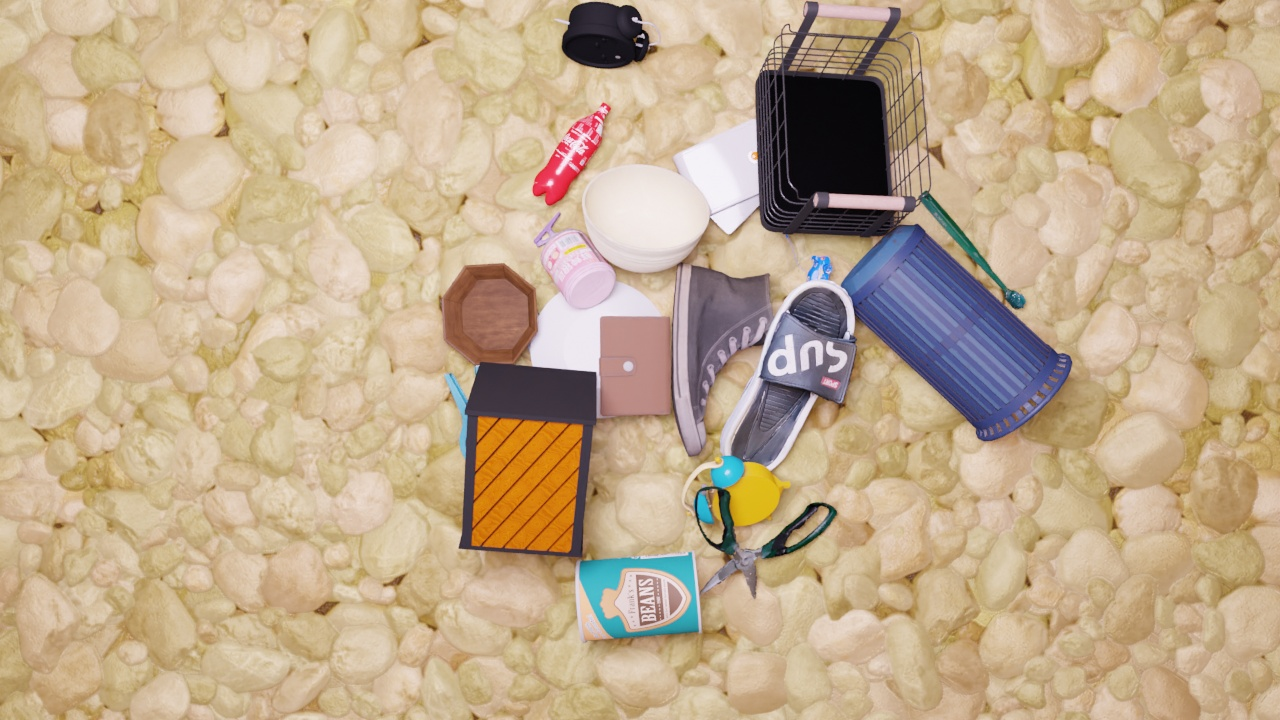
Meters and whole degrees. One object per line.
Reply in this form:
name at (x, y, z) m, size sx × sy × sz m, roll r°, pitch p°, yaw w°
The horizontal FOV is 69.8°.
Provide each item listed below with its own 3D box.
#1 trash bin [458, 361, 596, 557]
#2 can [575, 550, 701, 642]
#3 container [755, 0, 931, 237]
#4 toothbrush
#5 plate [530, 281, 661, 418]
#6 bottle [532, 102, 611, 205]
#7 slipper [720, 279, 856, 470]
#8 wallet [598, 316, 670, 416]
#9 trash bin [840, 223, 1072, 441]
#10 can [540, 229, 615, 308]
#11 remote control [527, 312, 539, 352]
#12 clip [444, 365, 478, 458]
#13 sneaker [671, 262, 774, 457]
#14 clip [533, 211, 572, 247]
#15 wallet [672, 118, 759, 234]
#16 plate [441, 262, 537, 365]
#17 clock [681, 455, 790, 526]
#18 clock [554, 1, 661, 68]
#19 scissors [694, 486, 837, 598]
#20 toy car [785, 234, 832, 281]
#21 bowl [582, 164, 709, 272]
trash bin at (-0.129, 0.112, 1.067) m, size 0.139 × 0.139 × 0.172 m, roll 5°, pitch 111°, yaw -5°
can at (-0.002, 0.288, 1.123) m, size 0.144 × 0.099 × 0.099 m, roll -5°, pitch 92°, yaw 1°
container at (0.227, -0.263, 1.045) m, size 0.162 × 0.130 × 0.241 m, roll 1°, pitch 77°, yaw -7°
toothbrush at (0.412, -0.137, 1.138) m, size 0.016 × 0.017 × 0.190 m, roll -42°, pitch 92°, yaw 2°
plate at (-0.049, -0.014, 1.132) m, size 0.174 × 0.036 × 0.174 m, roll 0°, pitch 92°, yaw -5°
bottle at (-0.082, -0.255, 1.128) m, size 0.042 × 0.042 × 0.141 m, roll 36°, pitch 93°, yaw -1°
slipper at (0.181, 0.032, 1.082) m, size 0.111 × 0.063 × 0.264 m, roll 17°, pitch 117°, yaw -19°
wallet at (-0.007, 0.006, 1.110) m, size 0.087 × 0.013 × 0.121 m, roll 0°, pitch 92°, yaw -5°
trash bin at (0.362, -0.039, 1.085) m, size 0.249 × 0.139 × 0.139 m, roll 43°, pitch 92°, yaw 0°
can at (-0.075, -0.110, 1.107) m, size 0.067 × 0.067 × 0.076 m, roll -37°, pitch 57°, yaw 2°
remote control at (-0.118, -0.004, 1.154) m, size 0.033 × 0.013 × 0.136 m, roll -26°, pitch 92°, yaw 2°
clip at (-0.222, 0.077, 1.155) m, size 0.120 × 0.030 × 0.130 m, roll -35°, pitch 92°, yaw 7°
sneaker at (0.097, 0.001, 1.116) m, size 0.120 × 0.095 × 0.234 m, roll 3°, pitch 86°, yaw 1°
clip at (-0.111, -0.159, 1.148) m, size 0.050 × 0.013 × 0.029 m, roll -39°, pitch 90°, yaw 5°
wallet at (0.117, -0.222, 1.129) m, size 0.118 × 0.037 × 0.115 m, roll -24°, pitch 91°, yaw 5°
plate at (-0.183, -0.057, 1.137) m, size 0.131 × 0.025 × 0.131 m, roll 1°, pitch 93°, yaw 13°
clock at (0.115, 0.162, 1.126) m, size 0.129 × 0.043 × 0.099 m, roll 12°, pitch 122°, yaw -18°
clock at (-0.036, -0.389, 1.097) m, size 0.121 × 0.091 × 0.042 m, roll 4°, pitch 82°, yaw 14°
scissors at (0.137, 0.205, 1.119) m, size 0.201 × 0.015 × 0.206 m, roll -37°, pitch 123°, yaw -5°
toy car at (0.201, -0.105, 1.132) m, size 0.062 × 0.033 × 0.092 m, roll 10°, pitch 93°, yaw -6°
bowl at (0.002, -0.158, 1.100) m, size 0.150 × 0.075 × 0.150 m, roll 5°, pitch 50°, yaw -6°
